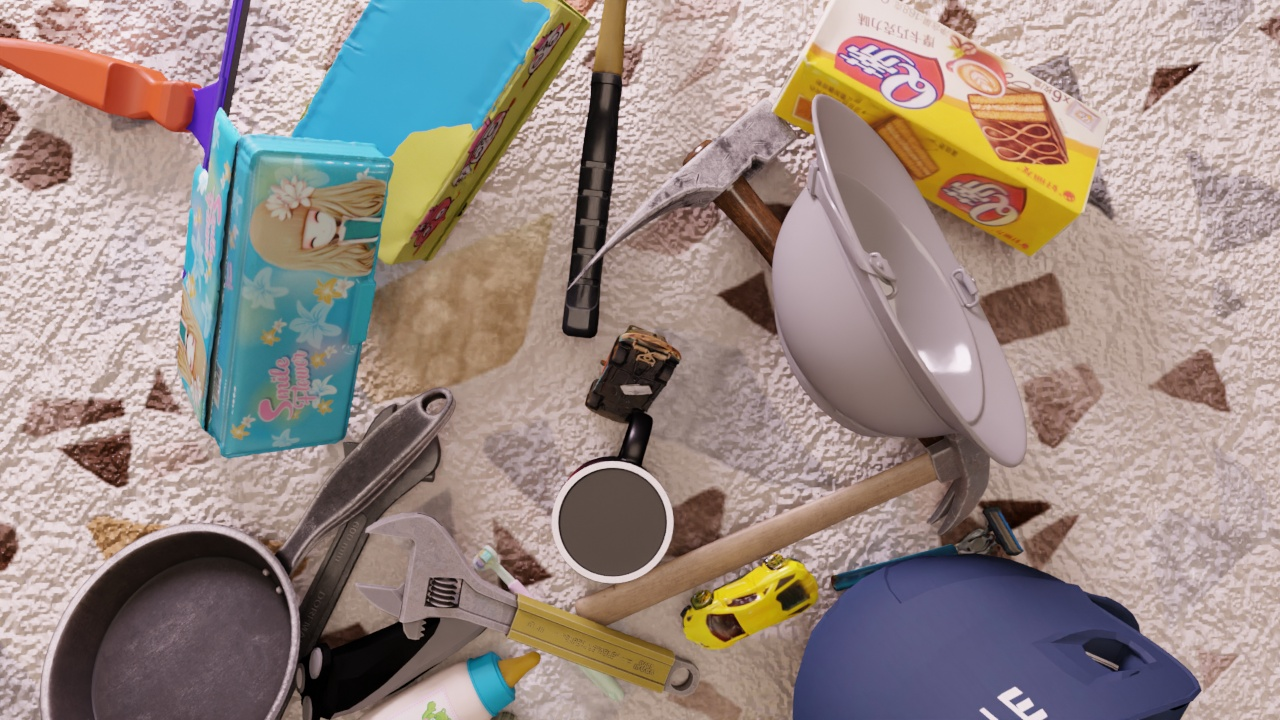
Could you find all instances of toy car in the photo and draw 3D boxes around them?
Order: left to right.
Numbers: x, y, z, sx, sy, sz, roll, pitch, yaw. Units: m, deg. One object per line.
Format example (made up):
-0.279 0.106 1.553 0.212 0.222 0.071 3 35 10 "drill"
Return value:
-0.004 0.004 0.677 0.047 0.112 0.047 23 53 -8 "toy car"
0.080 0.182 0.681 0.107 0.030 0.049 -28 119 8 "toy car"

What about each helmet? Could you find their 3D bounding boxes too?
0.143 -0.035 0.618 0.118 0.183 0.271 -32 72 33 "helmet"
0.225 0.241 0.611 0.272 0.223 0.232 18 101 -31 "helmet"

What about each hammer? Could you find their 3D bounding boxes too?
-0.028 -0.183 0.683 0.025 0.118 0.333 6 91 1 "hammer"
0.106 0.128 0.682 0.331 0.030 0.119 -25 117 1 "hammer"
0.114 -0.022 0.681 0.300 0.037 0.217 48 66 -4 "hammer"

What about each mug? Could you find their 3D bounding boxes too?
-0.015 0.094 0.662 0.082 0.098 0.118 18 86 -1 "mug"

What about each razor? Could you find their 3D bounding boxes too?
-0.175 0.211 0.672 0.156 0.057 0.060 -18 130 -18 "razor"
0.217 0.153 0.707 0.144 0.022 0.042 -17 50 1 "razor"

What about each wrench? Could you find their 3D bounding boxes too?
-0.229 0.158 0.691 0.073 0.018 0.273 25 87 0 "wrench"
-0.074 0.186 0.661 0.273 0.018 0.083 24 88 -16 "wrench"

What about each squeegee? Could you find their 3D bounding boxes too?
-0.392 -0.206 0.690 0.185 0.055 0.250 17 103 -1 "squeegee"

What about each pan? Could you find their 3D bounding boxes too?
-0.264 0.150 0.656 0.356 0.055 0.187 -43 67 -12 "pan"

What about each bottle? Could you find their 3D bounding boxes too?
-0.138 0.251 0.670 0.146 0.051 0.051 -28 88 -5 "bottle"

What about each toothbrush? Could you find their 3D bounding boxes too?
-0.068 0.200 0.694 0.155 0.015 0.022 45 105 1 "toothbrush"

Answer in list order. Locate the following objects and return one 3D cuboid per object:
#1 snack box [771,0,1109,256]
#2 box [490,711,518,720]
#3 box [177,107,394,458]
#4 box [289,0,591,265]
0.225 -0.184 0.691 0.230 0.062 0.109 29 62 0 "snack box"
-0.143 0.365 0.665 0.205 0.049 0.117 -37 89 -5 "box"
-0.259 -0.059 0.645 0.121 0.097 0.227 41 124 37 "box"
-0.149 -0.189 0.653 0.124 0.080 0.221 37 104 2 "box"
